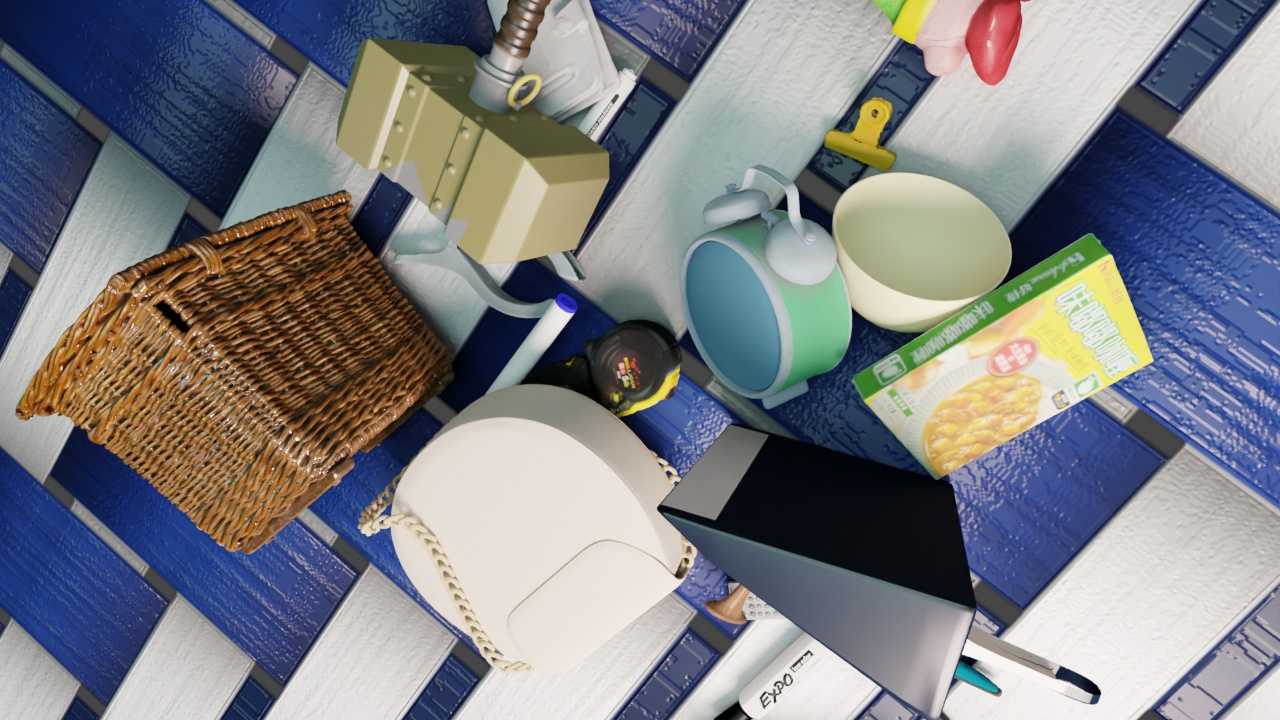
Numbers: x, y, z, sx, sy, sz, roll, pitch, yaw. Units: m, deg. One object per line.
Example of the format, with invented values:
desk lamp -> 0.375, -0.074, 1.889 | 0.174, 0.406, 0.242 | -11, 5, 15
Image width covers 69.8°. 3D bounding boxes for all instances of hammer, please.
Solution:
hammer -> -0.073, -0.249, 0.618 | 0.190, 0.100, 0.326 | 39, 120, 17

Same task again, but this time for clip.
clip -> 0.162, -0.164, 0.652 | 0.053, 0.035, 0.046 | 26, 111, 12
clip -> -0.117, -0.099, 0.742 | 0.163, 0.028, 0.108 | 20, 102, 11

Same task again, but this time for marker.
marker -> -0.095, 0.003, 0.739 | 0.020, 0.020, 0.142 | 43, 118, 7
marker -> 0.103, 0.259, 0.728 | 0.025, 0.025, 0.126 | 43, 106, 7
marker -> -0.045, -0.170, 0.718 | 0.020, 0.017, 0.134 | 30, 108, -28

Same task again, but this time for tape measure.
tape measure -> -0.004, 0.004, 0.716 | 0.072, 0.042, 0.071 | -15, 92, 21
tape measure -> -0.064, 0.031, 0.738 | 0.063, 0.038, 0.067 | -12, 95, 18

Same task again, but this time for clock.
clock -> 0.087, -0.056, 0.629 | 0.122, 0.075, 0.162 | 43, 145, 42

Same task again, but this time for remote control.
remote control -> 0.137, 0.184, 0.714 | 0.137, 0.013, 0.033 | -7, 96, 16

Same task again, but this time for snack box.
snack box -> 0.242, 0.006, 0.609 | 0.168, 0.132, 0.027 | -34, 44, 17

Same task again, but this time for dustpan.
dustpan -> 0.159, 0.136, 0.585 | 0.273, 0.236, 0.080 | 15, 102, 13

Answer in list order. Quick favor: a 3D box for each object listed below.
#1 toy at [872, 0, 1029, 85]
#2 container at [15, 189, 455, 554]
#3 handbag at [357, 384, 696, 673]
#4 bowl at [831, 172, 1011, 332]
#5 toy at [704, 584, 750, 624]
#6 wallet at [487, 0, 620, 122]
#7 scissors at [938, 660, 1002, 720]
toy -> 0.195, -0.258, 0.603 | 0.131, 0.096, 0.124 | 27, 98, 31
container -> -0.274, 0.010, 0.689 | 0.163, 0.249, 0.183 | -38, 97, 27
handbag -> -0.083, 0.131, 0.704 | 0.208, 0.103, 0.211 | 44, 117, -5
bowl -> 0.182, -0.062, 0.632 | 0.118, 0.117, 0.074 | 24, 145, 12
toy -> 0.086, 0.146, 0.704 | 0.041, 0.054, 0.102 | 24, 109, -27
wallet -> -0.071, -0.242, 0.698 | 0.086, 0.032, 0.116 | -26, 85, 30
scissors -> 0.203, 0.229, 0.694 | 0.149, 0.019, 0.122 | -2, 106, 16
